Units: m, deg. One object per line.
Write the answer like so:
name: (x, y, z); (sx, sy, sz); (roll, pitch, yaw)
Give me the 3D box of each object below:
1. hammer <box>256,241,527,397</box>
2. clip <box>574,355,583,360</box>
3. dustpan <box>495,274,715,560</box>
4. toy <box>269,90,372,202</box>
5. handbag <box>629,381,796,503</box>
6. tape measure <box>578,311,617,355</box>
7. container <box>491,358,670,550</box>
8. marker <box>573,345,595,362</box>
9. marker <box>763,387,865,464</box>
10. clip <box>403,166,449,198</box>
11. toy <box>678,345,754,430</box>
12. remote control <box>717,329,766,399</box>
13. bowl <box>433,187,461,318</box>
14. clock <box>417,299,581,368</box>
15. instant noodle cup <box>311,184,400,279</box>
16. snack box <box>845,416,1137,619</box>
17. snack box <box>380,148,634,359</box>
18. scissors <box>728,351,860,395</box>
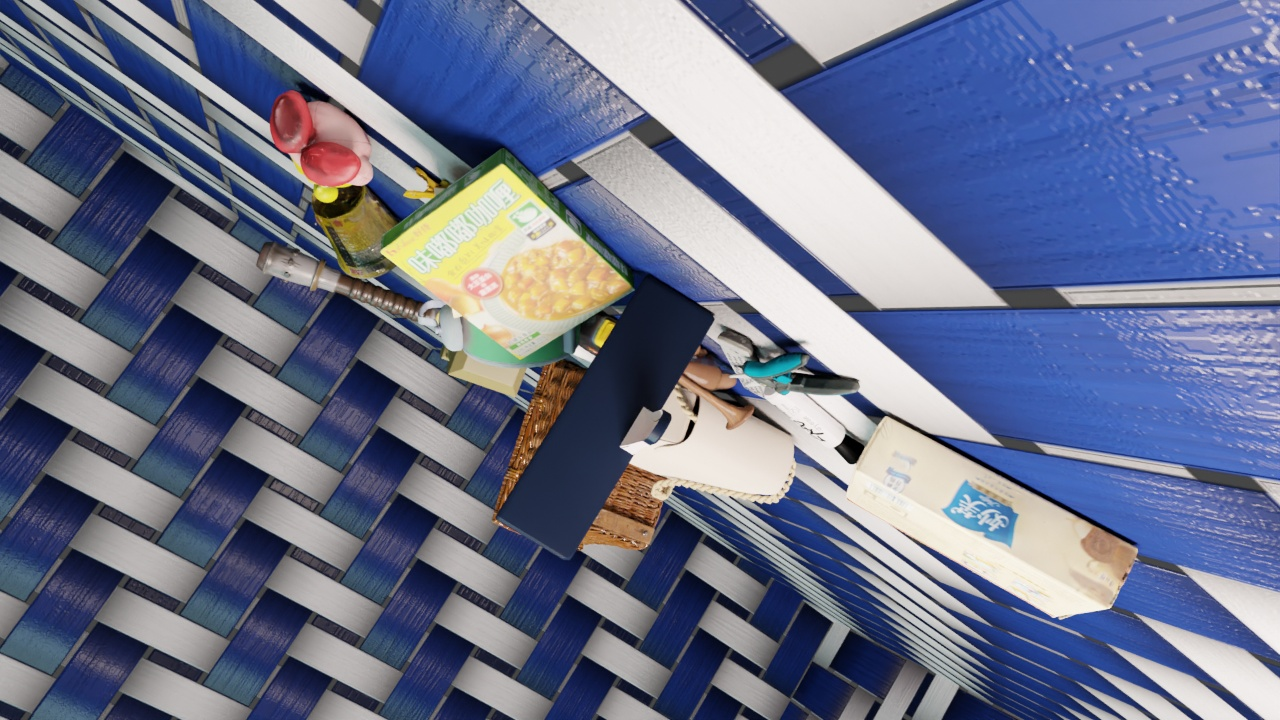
hammer: (-0.296, -0.069, 1.113); (0.324, 0.100, 0.190); (21, -177, -18)
clip: (-0.102, -0.043, 1.150); (0.108, 0.028, 0.163); (33, 168, -2)
dustpan: (-0.023, 0.052, 0.774); (0.080, 0.236, 0.273); (31, 170, 3)
toy: (-0.310, -0.201, 0.879); (0.124, 0.097, 0.131); (40, -172, -5)
handbag: (0.048, 0.095, 1.030); (0.210, 0.103, 0.209); (27, 162, -32)
tape measure: (-0.040, -0.025, 1.008); (0.071, 0.042, 0.072); (27, 173, 33)
container: (-0.055, 0.133, 1.229); (0.162, 0.249, 0.183); (27, 165, -37)
marker: (-0.026, 0.006, 1.096); (0.141, 0.020, 0.020); (25, 174, -26)
marker: (0.162, 0.057, 0.837); (0.126, 0.025, 0.025); (38, 169, -25)
clip: (-0.207, -0.163, 0.896); (0.046, 0.035, 0.053); (26, 172, -9)
toy: (0.061, 0.018, 0.879); (0.102, 0.054, 0.042); (34, 133, -17)
remote control: (0.097, 0.007, 0.827); (0.033, 0.013, 0.136); (28, 168, 24)
bowl: (-0.142, -0.102, 0.837); (0.074, 0.118, 0.118); (-9, 176, -11)
clock: (-0.140, -0.049, 0.916); (0.161, 0.075, 0.121); (2, -153, 2)
instant noodle cup: (-0.354, -0.171, 1.143); (0.102, 0.102, 0.108); (28, 160, 23)
snack box: (0.278, 0.134, 0.762); (0.207, 0.055, 0.153); (29, 169, 17)
snack box: (-0.105, -0.079, 0.754); (0.168, 0.132, 0.027); (41, -150, -39)
scissors: (0.119, 0.012, 0.747); (0.122, 0.019, 0.149); (20, 166, 18)
